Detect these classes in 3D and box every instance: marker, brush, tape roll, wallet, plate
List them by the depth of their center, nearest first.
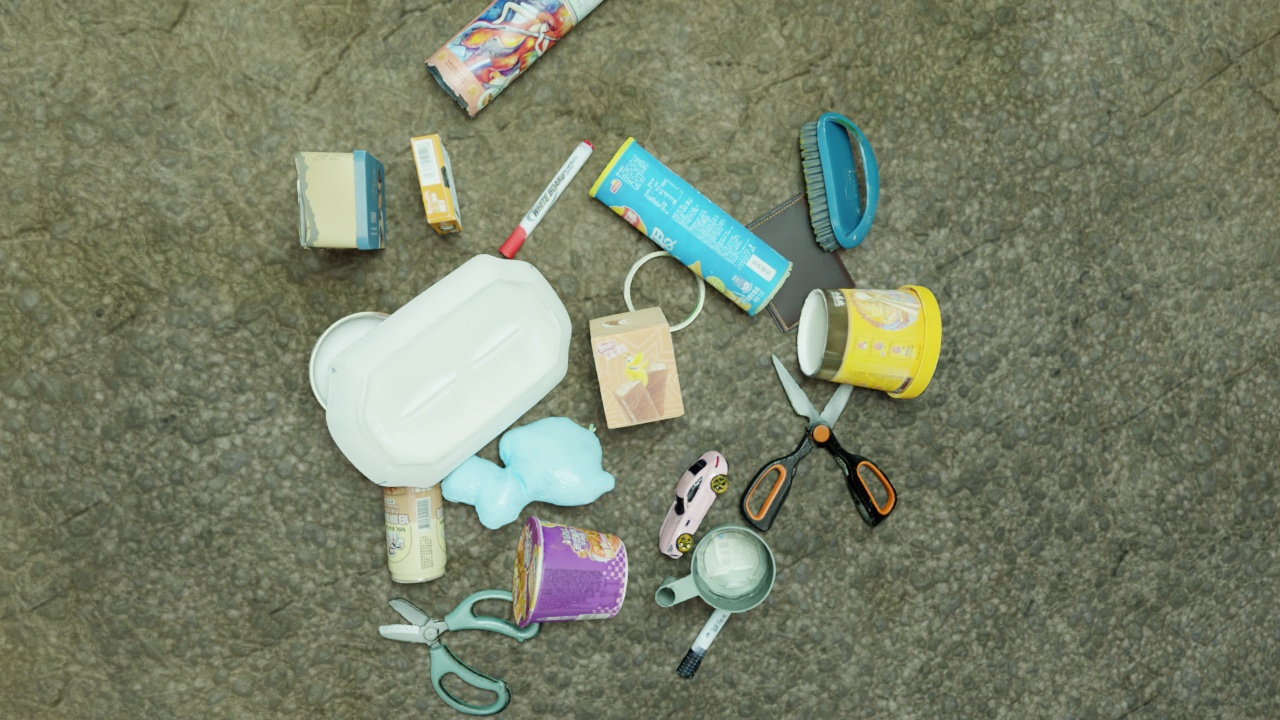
[{"bbox_3d":[-0.176,0.010,0.896,0.265,0.034,0.162,-39,109,-21],"label":"plate"},{"bbox_3d":[-0.096,-0.166,0.943,0.017,0.017,0.145,37,89,-10],"label":"marker"},{"bbox_3d":[0.211,-0.188,0.952,0.055,0.074,0.144,-7,87,-48],"label":"brush"},{"bbox_3d":[0.025,-0.073,0.970,0.085,0.014,0.086,-1,95,-8],"label":"tape roll"},{"bbox_3d":[0.164,-0.105,0.987,0.096,0.020,0.122,-32,100,0],"label":"wallet"},{"bbox_3d":[0.082,0.292,1.008,0.022,0.018,0.130,34,90,-18],"label":"marker"}]

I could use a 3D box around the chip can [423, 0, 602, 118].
[{"bbox_3d":[-0.110,-0.335,0.899,0.214,0.071,0.071,-42,99,-2],"label":"chip can"}]

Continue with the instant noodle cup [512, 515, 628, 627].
[{"bbox_3d":[-0.071,0.217,0.939,0.099,0.112,0.111,7,94,-19],"label":"instant noodle cup"}]

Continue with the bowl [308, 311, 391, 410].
[{"bbox_3d":[-0.270,0.009,0.902,0.113,0.062,0.113,0,91,-27],"label":"bowl"}]

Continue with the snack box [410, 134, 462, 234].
[{"bbox_3d":[-0.188,-0.161,0.860,0.026,0.154,0.075,-11,96,-8],"label":"snack box"}]

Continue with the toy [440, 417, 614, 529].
[{"bbox_3d":[-0.110,0.108,0.936,0.161,0.050,0.156,32,64,14],"label":"toy"}]

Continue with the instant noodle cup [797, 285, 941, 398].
[{"bbox_3d":[0.232,-0.023,0.953,0.114,0.118,0.118,4,94,-8],"label":"instant noodle cup"}]

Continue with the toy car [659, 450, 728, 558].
[{"bbox_3d":[0.052,0.151,0.972,0.037,0.056,0.122,30,90,-14],"label":"toy car"}]

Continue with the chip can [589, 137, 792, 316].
[{"bbox_3d":[0.052,-0.135,0.935,0.210,0.071,0.071,37,89,-7],"label":"chip can"}]

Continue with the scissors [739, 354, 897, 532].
[{"bbox_3d":[0.193,0.100,1.009,0.220,0.022,0.233,-41,99,-8],"label":"scissors"}]

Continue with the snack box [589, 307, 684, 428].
[{"bbox_3d":[-0.005,0.005,0.924,0.077,0.092,0.094,-11,104,-1],"label":"snack box"}]

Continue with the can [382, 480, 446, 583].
[{"bbox_3d":[-0.229,0.161,0.929,0.058,0.058,0.116,-3,96,-8],"label":"can"}]

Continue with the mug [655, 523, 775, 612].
[{"bbox_3d":[0.076,0.218,0.952,0.124,0.103,0.083,-22,82,3],"label":"mug"}]

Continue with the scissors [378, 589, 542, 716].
[{"bbox_3d":[-0.193,0.312,0.968,0.176,0.019,0.172,3,95,-10],"label":"scissors"}]

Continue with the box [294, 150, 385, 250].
[{"bbox_3d":[-0.269,-0.144,0.835,0.062,0.184,0.090,-2,100,-12],"label":"box"}]
